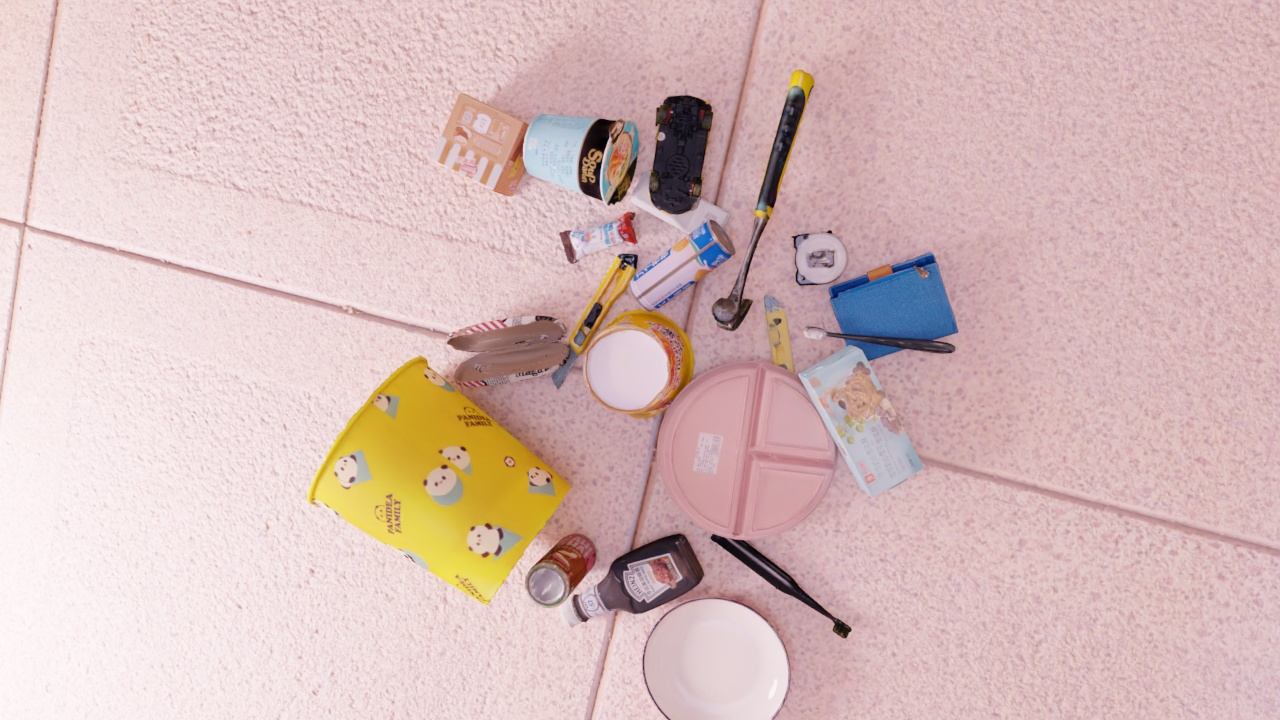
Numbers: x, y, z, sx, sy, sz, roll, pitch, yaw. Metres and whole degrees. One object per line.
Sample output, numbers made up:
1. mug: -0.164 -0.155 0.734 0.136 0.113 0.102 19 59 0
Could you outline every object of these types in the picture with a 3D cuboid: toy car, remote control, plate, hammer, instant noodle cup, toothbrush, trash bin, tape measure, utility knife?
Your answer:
1. toy car: 0.048 -0.255 1.141 0.071 0.041 0.155 8 85 2
2. remote control: 0.049 -0.194 1.164 0.125 0.024 0.049 29 100 7
3. plate: 0.136 0.116 1.149 0.229 0.028 0.229 0 96 0
4. hammer: 0.150 -0.191 1.112 0.032 0.126 0.323 17 88 11
5. instant noodle cup: -0.078 -0.260 1.148 0.120 0.111 0.111 17 98 17
6. plate: 0.099 0.396 1.197 0.192 0.039 0.192 1 95 11
7. toothbrush: 0.287 -0.024 1.105 0.181 0.018 0.016 7 105 6
8. instant noodle cup: -0.007 0.007 1.149 0.138 0.109 0.138 1 96 10
9. toothbrush: 0.181 0.284 1.177 0.212 0.027 0.026 37 142 6
10. trash bin: -0.243 0.160 1.160 0.255 0.229 0.230 36 100 1
11. tape measure: 0.222 -0.126 1.130 0.066 0.033 0.066 -6 95 12
12. utility knife: 0.177 -0.002 1.162 0.031 0.018 0.167 -8 89 6
13. utility knife: -0.062 -0.052 1.202 0.033 0.015 0.209 33 101 9

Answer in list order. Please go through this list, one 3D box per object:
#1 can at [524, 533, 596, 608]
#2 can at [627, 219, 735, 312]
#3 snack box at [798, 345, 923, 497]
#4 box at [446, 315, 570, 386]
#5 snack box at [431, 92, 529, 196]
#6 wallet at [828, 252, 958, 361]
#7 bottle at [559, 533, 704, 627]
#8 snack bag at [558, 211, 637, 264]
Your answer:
1. can: -0.099 0.266 1.170 0.058 0.147 0.058 1 94 11
2. can: 0.050 -0.116 1.144 0.135 0.053 0.053 -35 88 24
3. snack box: 0.267 0.073 1.110 0.074 0.051 0.175 -30 98 0
4. box: -0.172 -0.005 1.199 0.163 0.076 0.088 -10 71 13
5. snack box: -0.197 -0.275 1.179 0.093 0.077 0.094 27 98 8
6. wallet: 0.306 -0.062 1.117 0.133 0.040 0.106 -19 99 13
7. bottle: -0.016 0.298 1.210 0.195 0.044 0.080 -28 88 13
8. snack bag: -0.051 -0.159 1.186 0.105 0.026 0.045 -15 95 14
